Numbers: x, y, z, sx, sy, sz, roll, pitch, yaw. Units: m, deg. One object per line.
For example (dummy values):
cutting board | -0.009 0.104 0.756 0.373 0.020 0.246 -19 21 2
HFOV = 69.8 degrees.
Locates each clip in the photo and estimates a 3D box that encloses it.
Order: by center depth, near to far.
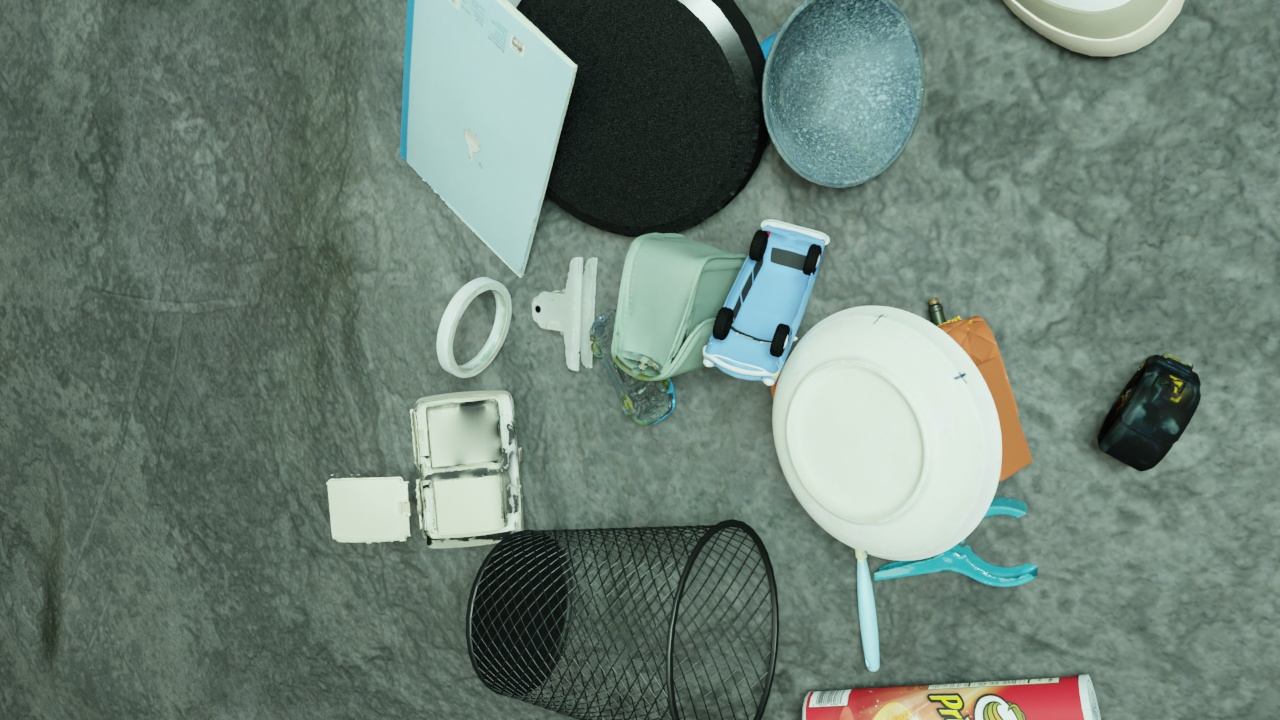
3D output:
clip | 0.236 0.123 0.699 0.130 0.030 0.120 9 107 24
clip | -0.072 -0.043 0.815 0.060 0.052 0.102 5 100 13

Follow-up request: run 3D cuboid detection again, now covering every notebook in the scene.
notebook | -0.139 -0.203 0.766 0.181 0.009 0.254 45 147 12

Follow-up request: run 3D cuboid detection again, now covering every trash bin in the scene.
trash bin | -0.019 0.220 0.764 0.211 0.183 0.184 -3 97 32

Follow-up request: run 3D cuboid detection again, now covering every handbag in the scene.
handbag | 0.185 0.036 0.674 0.172 0.060 0.109 -16 90 48
handbag | 0.035 -0.041 0.719 0.067 0.121 0.106 18 104 22

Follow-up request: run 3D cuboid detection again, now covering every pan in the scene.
pan | -0.063 -0.240 0.715 0.356 0.034 0.226 37 130 -3

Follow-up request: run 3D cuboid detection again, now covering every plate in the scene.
plate | 0.157 0.054 0.640 0.183 0.034 0.182 13 107 46

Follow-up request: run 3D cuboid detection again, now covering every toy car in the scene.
toy car | 0.095 -0.042 0.686 0.056 0.153 0.055 17 145 14
toy car | -0.005 0.005 0.795 0.048 0.032 0.105 -36 77 27

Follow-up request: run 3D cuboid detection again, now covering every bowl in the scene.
bowl | 0.134 -0.197 0.667 0.057 0.137 0.137 -148 62 -62

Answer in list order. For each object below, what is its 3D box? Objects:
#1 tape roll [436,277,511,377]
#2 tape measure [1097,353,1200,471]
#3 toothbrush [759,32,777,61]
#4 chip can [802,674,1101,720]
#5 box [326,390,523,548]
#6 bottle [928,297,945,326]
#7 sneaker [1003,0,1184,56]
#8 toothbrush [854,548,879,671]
tape roll | -0.149 -0.029 0.827 0.013 0.092 0.093 23 108 22
tape measure | 0.339 0.036 0.609 0.042 0.071 0.072 32 117 15
toothbrush | 0.147 -0.256 0.687 0.135 0.017 0.022 -17 91 30
chip can | 0.235 0.277 0.710 0.215 0.051 0.052 -15 92 28
box | -0.204 0.103 0.862 0.184 0.044 0.143 -3 97 -10
bottle | 0.231 0.005 0.681 0.025 0.025 0.106 -15 92 28
sneaker | 0.237 -0.325 0.572 0.112 0.116 0.293 -35 83 27
toothbrush | 0.179 0.177 0.741 0.022 0.016 0.155 -1 99 59
